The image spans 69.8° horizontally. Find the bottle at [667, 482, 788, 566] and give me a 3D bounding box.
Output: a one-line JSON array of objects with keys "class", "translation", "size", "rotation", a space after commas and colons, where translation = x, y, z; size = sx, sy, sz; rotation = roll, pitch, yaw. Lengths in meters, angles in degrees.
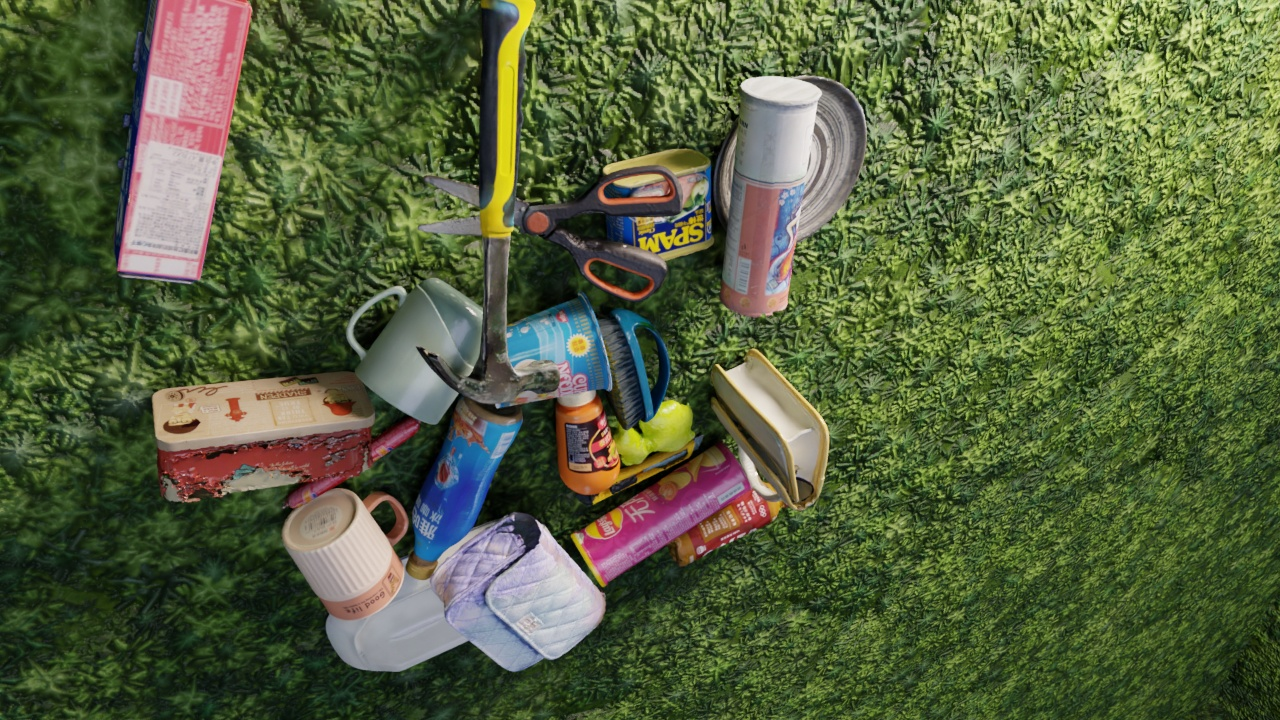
[{"class": "bottle", "translation": [0.114, 0.195, 1.150], "size": [0.174, 0.057, 0.057], "rotation": [-24, 131, -15]}]

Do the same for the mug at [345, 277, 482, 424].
[{"class": "mug", "translation": [-0.193, -0.018, 0.794], "size": [0.111, 0.082, 0.106], "rotation": [35, 91, -14]}]

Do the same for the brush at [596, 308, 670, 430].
[{"class": "brush", "translation": [-0.006, 0.006, 0.940], "size": [0.073, 0.055, 0.144], "rotation": [-25, 131, -13]}]

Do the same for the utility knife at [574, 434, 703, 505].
[{"class": "utility knife", "translation": [0.002, 0.127, 1.061], "size": [0.167, 0.015, 0.033], "rotation": [-24, 134, -14]}]

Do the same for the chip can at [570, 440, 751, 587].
[{"class": "chip can", "translation": [0.025, 0.178, 1.076], "size": [0.210, 0.071, 0.071], "rotation": [-32, 133, -8]}]

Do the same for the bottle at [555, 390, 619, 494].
[{"class": "bottle", "translation": [-0.061, 0.068, 0.954], "size": [0.066, 0.067, 0.150], "rotation": [-19, 123, -18]}]

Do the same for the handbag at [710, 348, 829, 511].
[{"class": "handbag", "translation": [0.136, 0.098, 1.019], "size": [0.063, 0.163, 0.179], "rotation": [-19, 131, -16]}]

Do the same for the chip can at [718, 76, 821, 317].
[{"class": "chip can", "translation": [0.116, -0.148, 0.857], "size": [0.071, 0.071, 0.215], "rotation": [-13, 128, -23]}]

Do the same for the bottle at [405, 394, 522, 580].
[{"class": "bottle", "translation": [-0.185, 0.129, 0.919], "size": [0.065, 0.065, 0.219], "rotation": [10, 118, -36]}]

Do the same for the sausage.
[{"class": "sausage", "translation": [-0.273, 0.098, 0.874], "size": [0.155, 0.020, 0.020], "rotation": [-33, 133, -6]}]

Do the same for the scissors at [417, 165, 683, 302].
[{"class": "scissors", "translation": [-0.067, -0.128, 0.788], "size": [0.227, 0.021, 0.198], "rotation": [37, 109, -23]}]

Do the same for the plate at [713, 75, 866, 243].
[{"class": "plate", "translation": [0.144, -0.194, 0.907], "size": [0.179, 0.024, 0.180], "rotation": [-16, 127, -22]}]

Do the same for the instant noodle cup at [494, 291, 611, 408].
[{"class": "instant noodle cup", "translation": [-0.093, -0.003, 0.863], "size": [0.110, 0.099, 0.099], "rotation": [-17, 130, -9]}]

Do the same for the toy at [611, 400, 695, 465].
[{"class": "toy", "translation": [0.015, 0.079, 1.024], "size": [0.100, 0.031, 0.096], "rotation": [-41, 131, 3]}]

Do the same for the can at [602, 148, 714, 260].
[{"class": "can", "translation": [0.016, -0.142, 0.845], "size": [0.102, 0.057, 0.083], "rotation": [-18, 128, -19]}]

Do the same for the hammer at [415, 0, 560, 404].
[{"class": "hammer", "translation": [-0.115, -0.121, 0.733], "size": [0.125, 0.032, 0.323], "rotation": [-9, 110, -41]}]

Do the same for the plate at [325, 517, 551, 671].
[{"class": "plate", "translation": [-0.212, 0.270, 1.026], "size": [0.265, 0.034, 0.162], "rotation": [-20, 131, -17]}]

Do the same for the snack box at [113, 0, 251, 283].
[{"class": "snack box", "translation": [-0.321, -0.157, 0.633], "size": [0.058, 0.057, 0.208], "rotation": [5, 120, -36]}]

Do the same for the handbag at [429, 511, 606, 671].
[{"class": "handbag", "translation": [-0.125, 0.255, 0.982], "size": [0.134, 0.075, 0.194], "rotation": [-36, 139, -5]}]

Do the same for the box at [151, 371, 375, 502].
[{"class": "box", "translation": [-0.316, 0.069, 0.777], "size": [0.168, 0.091, 0.077], "rotation": [-7, 122, -27]}]

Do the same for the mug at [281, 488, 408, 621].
[{"class": "mug", "translation": [-0.278, 0.178, 0.896], "size": [0.114, 0.082, 0.106], "rotation": [-46, 138, -32]}]
